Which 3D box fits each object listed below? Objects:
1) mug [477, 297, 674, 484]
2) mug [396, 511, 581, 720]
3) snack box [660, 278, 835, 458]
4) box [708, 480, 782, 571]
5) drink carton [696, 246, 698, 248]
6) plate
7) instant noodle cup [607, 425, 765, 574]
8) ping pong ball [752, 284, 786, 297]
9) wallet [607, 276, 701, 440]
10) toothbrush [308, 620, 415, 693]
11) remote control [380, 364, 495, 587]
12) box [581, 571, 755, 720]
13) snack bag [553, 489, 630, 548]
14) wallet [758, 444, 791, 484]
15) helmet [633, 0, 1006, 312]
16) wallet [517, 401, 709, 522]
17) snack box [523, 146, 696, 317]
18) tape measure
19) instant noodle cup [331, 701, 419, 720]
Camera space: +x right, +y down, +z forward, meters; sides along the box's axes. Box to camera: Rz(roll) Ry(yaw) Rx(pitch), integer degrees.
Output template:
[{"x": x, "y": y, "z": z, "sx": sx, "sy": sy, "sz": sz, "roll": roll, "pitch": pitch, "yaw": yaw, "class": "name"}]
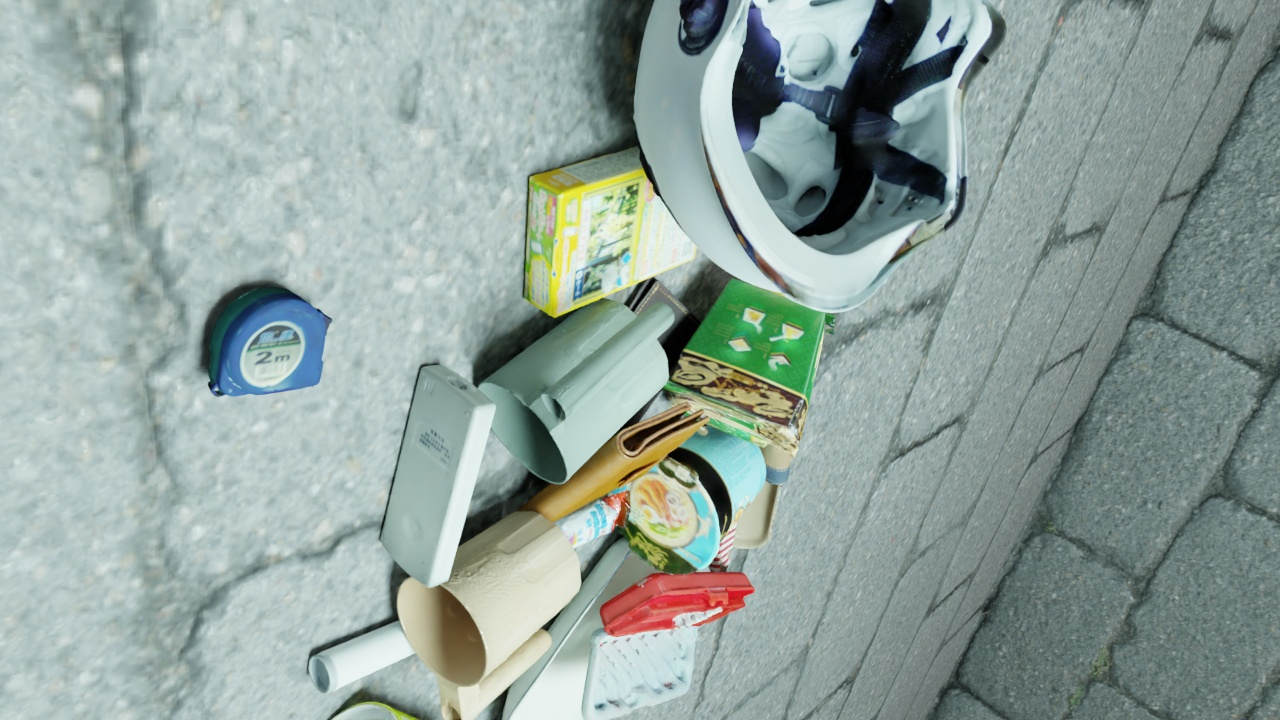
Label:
[{"x": -0.035, "y": 0.012, "z": 0.592, "sx": 0.103, "sy": 0.083, "sz": 0.124, "roll": -41, "pitch": -177, "yaw": -29, "class": "mug"}, {"x": -0.102, "y": 0.181, "z": 0.650, "sx": 0.103, "sy": 0.084, "sz": 0.125, "roll": -30, "pitch": 124, "yaw": -49, "class": "mug"}, {"x": 0.088, "y": 0.003, "z": 0.729, "sx": 0.118, "sy": 0.117, "sz": 0.105, "roll": 59, "pitch": 54, "yaw": -73, "class": "snack box"}, {"x": 0.107, "y": 0.149, "z": 0.930, "sx": 0.086, "sy": 0.075, "sz": 0.162, "roll": -9, "pitch": 128, "yaw": -13, "class": "box"}, {"x": 0.085, "y": -0.098, "z": 0.711, "sx": 0.122, "sy": 0.053, "sz": 0.045, "roll": 4, "pitch": 110, "yaw": -54, "class": "drink carton"}, {"x": -0.041, "y": 0.258, "z": 0.864, "sx": 0.265, "sy": 0.034, "sz": 0.162, "roll": -54, "pitch": 148, "yaw": -5, "class": "plate"}, {"x": 0.051, "y": 0.110, "z": 0.802, "sx": 0.120, "sy": 0.111, "sz": 0.111, "roll": -28, "pitch": 138, "yaw": -50, "class": "instant noodle cup"}, {"x": 0.107, "y": -0.048, "z": 0.794, "sx": 0.040, "sy": 0.040, "sz": 0.040, "roll": -34, "pitch": 141, "yaw": -33, "class": "ping pong ball"}, {"x": -0.004, "y": 0.004, "z": 0.710, "sx": 0.122, "sy": 0.020, "sz": 0.096, "roll": -55, "pitch": 145, "yaw": -3, "class": "wallet"}, {"x": -0.139, "y": 0.189, "z": 0.680, "sx": 0.220, "sy": 0.026, "sz": 0.026, "roll": -13, "pitch": 90, "yaw": -49, "class": "toothbrush"}, {"x": -0.127, "y": 0.073, "z": 0.568, "sx": 0.019, "sy": 0.056, "sz": 0.135, "roll": -10, "pitch": 124, "yaw": -51, "class": "remote control"}, {"x": 0.022, "y": 0.257, "z": 0.861, "sx": 0.158, "sy": 0.069, "sz": 0.201, "roll": -58, "pitch": 149, "yaw": 7, "class": "box"}, {"x": -0.052, "y": 0.136, "z": 0.747, "sx": 0.105, "sy": 0.026, "sz": 0.045, "roll": -19, "pitch": 142, "yaw": -33, "class": "snack bag"}, {"x": 0.109, "y": 0.046, "z": 0.835, "sx": 0.033, "sy": 0.090, "sz": 0.115, "roll": -20, "pitch": 133, "yaw": -19, "class": "wallet"}, {"x": 0.085, "y": -0.161, "z": 0.551, "sx": 0.228, "sy": 0.146, "sz": 0.258, "roll": 22, "pitch": 84, "yaw": -39, "class": "helmet"}, {"x": -0.017, "y": 0.077, "z": 0.693, "sx": 0.118, "sy": 0.035, "sz": 0.131, "roll": -15, "pitch": 161, "yaw": -48, "class": "wallet"}, {"x": -0.014, "y": -0.091, "z": 0.604, "sx": 0.140, "sy": 0.034, "sz": 0.087, "roll": -29, "pitch": 138, "yaw": -40, "class": "snack box"}, {"x": -0.183, "y": -0.009, "z": 0.451, "sx": 0.058, "sy": 0.025, "sz": 0.055, "roll": -12, "pitch": 125, "yaw": -54, "class": "tape measure"}, {"x": -0.178, "y": 0.308, "z": 0.665, "sx": 0.111, "sy": 0.112, "sz": 0.123, "roll": -47, "pitch": 138, "yaw": -17, "class": "instant noodle cup"}]
